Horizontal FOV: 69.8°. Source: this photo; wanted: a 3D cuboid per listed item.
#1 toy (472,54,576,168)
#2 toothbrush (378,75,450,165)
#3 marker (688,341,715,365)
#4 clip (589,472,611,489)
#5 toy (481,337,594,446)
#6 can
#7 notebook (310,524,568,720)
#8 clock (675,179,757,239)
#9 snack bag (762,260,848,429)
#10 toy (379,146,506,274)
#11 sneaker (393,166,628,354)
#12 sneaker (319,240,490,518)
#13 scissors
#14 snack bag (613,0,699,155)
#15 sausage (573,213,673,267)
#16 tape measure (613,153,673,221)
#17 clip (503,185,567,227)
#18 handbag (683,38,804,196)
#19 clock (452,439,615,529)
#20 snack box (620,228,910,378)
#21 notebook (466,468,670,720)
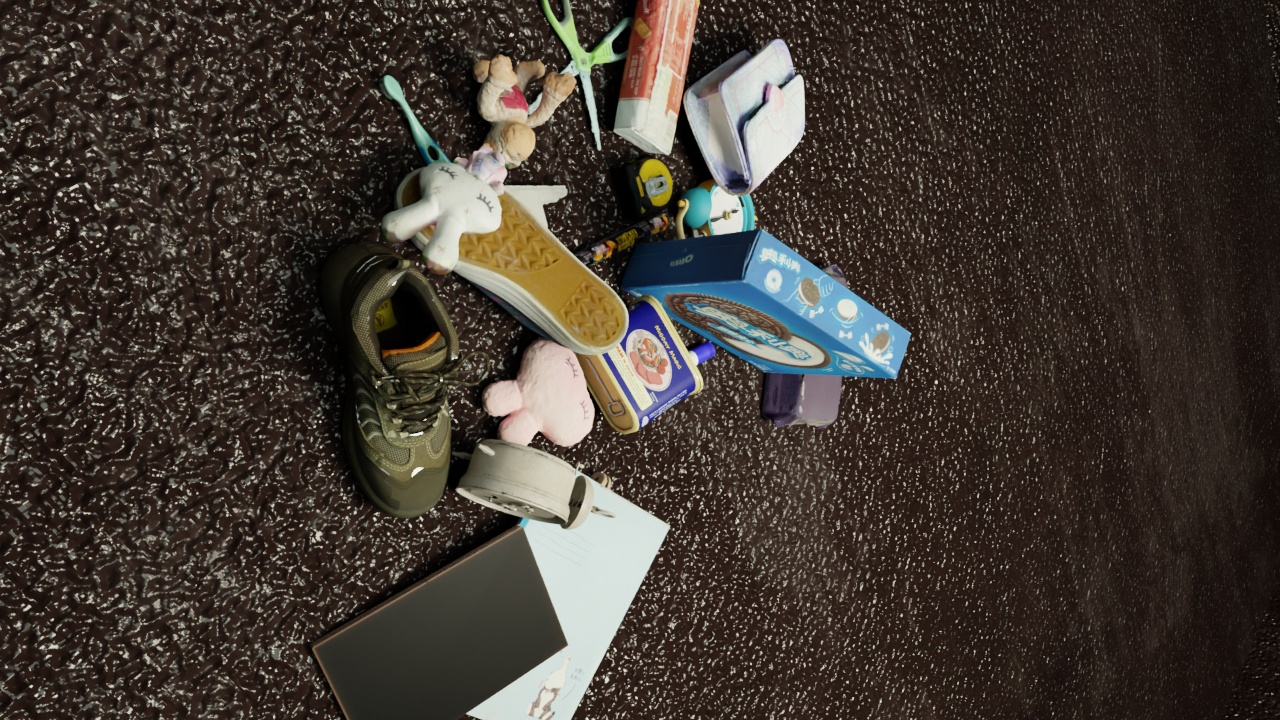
[{"bbox_3d":[-0.118,-0.218,0.818,0.085,0.074,0.106,-6,123,-47],"label":"toy"},{"bbox_3d":[-0.186,-0.188,0.803,0.022,0.017,0.135,-48,125,-26],"label":"toothbrush"},{"bbox_3d":[0.026,0.014,0.998,0.141,0.020,0.020,-27,111,-35],"label":"marker"},{"bbox_3d":[-0.054,0.144,0.942,0.052,0.026,0.059,-14,111,-36],"label":"clip"},{"bbox_3d":[-0.097,0.038,0.878,0.105,0.053,0.108,-27,105,-22],"label":"toy"},{"bbox_3d":[-0.006,0.005,0.931,0.092,0.057,0.116,-33,96,-31],"label":"can"},{"bbox_3d":[-0.175,0.262,0.842,0.208,0.008,0.141,-27,111,-27],"label":"notebook"},{"bbox_3d":[0.084,-0.153,1.016,0.129,0.044,0.099,-44,120,-36],"label":"clock"},{"bbox_3d":[0.207,-0.019,1.121,0.096,0.058,0.205,4,92,-40],"label":"snack bag"},{"bbox_3d":[-0.154,-0.130,0.756,0.079,0.038,0.122,33,68,6],"label":"toy"},{"bbox_3d":[-0.117,-0.087,0.829,0.235,0.079,0.087,37,73,-15],"label":"sneaker"},{"bbox_3d":[-0.178,0.020,0.745,0.100,0.143,0.238,-19,107,-38],"label":"sneaker"},{"bbox_3d":[-0.054,-0.294,0.902,0.171,0.023,0.171,-30,115,-40],"label":"scissors"},{"bbox_3d":[0.022,-0.330,0.937,0.077,0.041,0.225,15,83,-59],"label":"snack bag"},{"bbox_3d":[-0.022,-0.122,0.943,0.155,0.020,0.020,-30,113,-34],"label":"sausage"},{"bbox_3d":[0.006,-0.181,0.951,0.061,0.034,0.062,-33,115,-35],"label":"tape measure"},{"bbox_3d":[-0.114,-0.137,0.870,0.101,0.046,0.055,-8,93,-38],"label":"clip"},{"bbox_3d":[0.126,-0.267,1.006,0.158,0.069,0.126,-47,121,-43],"label":"handbag"},{"bbox_3d":[-0.091,0.114,0.839,0.156,0.104,0.061,24,70,-21],"label":"clock"},{"bbox_3d":[0.129,-0.052,0.950,0.238,0.196,0.056,28,75,-33],"label":"snack box"},{"bbox_3d":[-0.085,0.245,0.918,0.181,0.009,0.253,36,78,-36],"label":"notebook"}]
